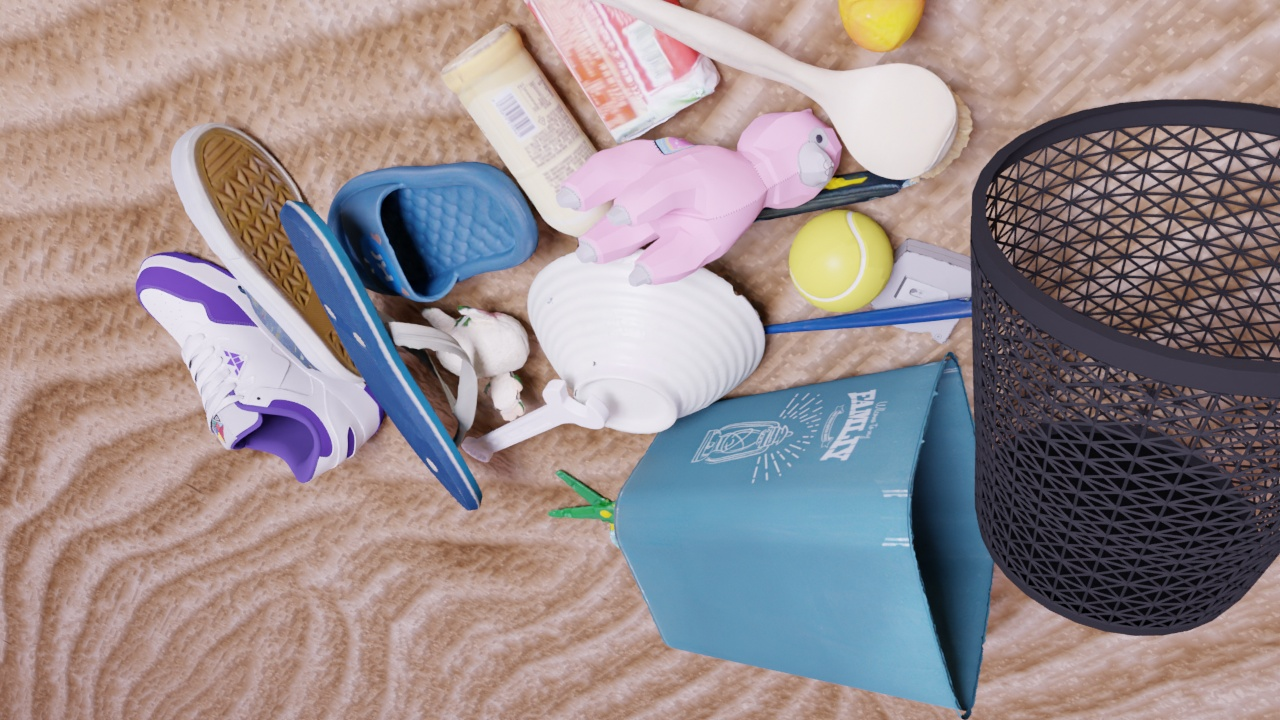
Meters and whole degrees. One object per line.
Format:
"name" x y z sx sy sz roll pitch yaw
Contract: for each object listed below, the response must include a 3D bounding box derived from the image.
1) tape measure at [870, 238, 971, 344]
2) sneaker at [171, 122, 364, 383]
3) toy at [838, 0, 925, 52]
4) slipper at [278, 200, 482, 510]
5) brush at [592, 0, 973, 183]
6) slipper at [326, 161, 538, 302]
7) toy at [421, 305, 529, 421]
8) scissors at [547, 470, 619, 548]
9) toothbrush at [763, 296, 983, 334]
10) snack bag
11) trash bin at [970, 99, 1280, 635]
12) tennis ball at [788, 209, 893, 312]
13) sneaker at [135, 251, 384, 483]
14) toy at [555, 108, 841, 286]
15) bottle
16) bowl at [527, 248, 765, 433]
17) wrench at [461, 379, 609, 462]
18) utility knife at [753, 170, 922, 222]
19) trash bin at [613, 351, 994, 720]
"tape measure" 0.189 -0.046 0.610 0.062 0.020 0.060 21 131 3
"sneaker" -0.296 -0.072 0.729 0.079 0.087 0.235 -6 128 31
"toy" 0.148 -0.252 0.410 0.147 0.098 0.217 31 133 -22
"slipper" -0.182 -0.004 0.705 0.118 0.060 0.295 27 147 41
"brush" 0.055 -0.170 0.503 0.272 0.077 0.062 24 101 -1
"slipper" -0.162 -0.090 0.661 0.214 0.059 0.104 -6 123 41
"toy" -0.126 -0.007 0.737 0.087 0.050 0.112 -15 126 35
"scissors" -0.027 0.143 0.846 0.126 0.011 0.128 -8 124 24
"toothbrush" 0.134 -0.030 0.626 0.190 0.016 0.017 -5 122 35
"snack bag" -0.012 -0.197 0.552 0.077 0.036 0.116 -20 118 32
"trash bin" 0.287 0.018 0.514 0.217 0.216 0.244 5 135 16
"tennis ball" 0.128 -0.064 0.588 0.065 0.065 0.065 10 130 12
"sneaker" -0.350 0.017 0.797 0.244 0.110 0.092 40 130 -13
"toy" 0.038 -0.108 0.561 0.123 0.157 0.067 32 148 51
"bottle" -0.061 -0.137 0.605 0.057 0.056 0.162 -20 118 32
"bowl" -0.004 0.004 0.653 0.177 0.070 0.178 10 147 7
"wrench" -0.094 0.055 0.728 0.047 0.009 0.274 38 154 -14
"utility knife" 0.097 -0.105 0.593 0.174 0.028 0.020 -6 130 22
"trash bin" 0.121 0.120 0.662 0.219 0.196 0.199 -6 119 31
